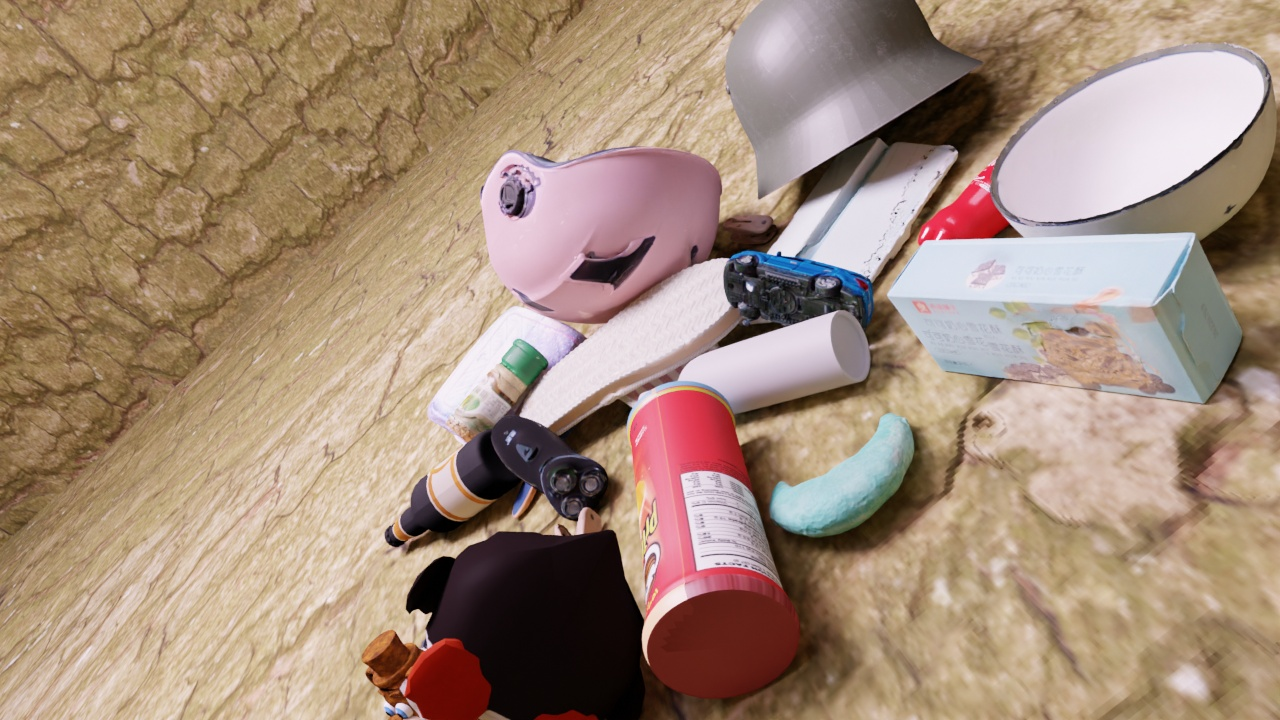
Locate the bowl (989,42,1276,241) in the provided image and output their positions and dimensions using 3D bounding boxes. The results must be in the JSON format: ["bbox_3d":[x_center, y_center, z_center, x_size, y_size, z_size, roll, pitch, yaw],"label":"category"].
[{"bbox_3d":[0.299,-0.113,0.552,0.154,0.073,0.153,-33,29,21],"label":"bowl"}]

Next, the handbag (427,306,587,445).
[{"bbox_3d":[-0.131,0.029,0.959,0.127,0.069,0.158,21,67,45],"label":"handbag"}]

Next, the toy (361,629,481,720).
[{"bbox_3d":[-0.149,0.238,0.627,0.087,0.112,0.067,-16,26,44],"label":"toy"}]

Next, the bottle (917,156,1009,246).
[{"bbox_3d":[0.261,-0.122,0.654,0.141,0.042,0.042,-43,26,1],"label":"bottle"}]

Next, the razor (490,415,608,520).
[{"bbox_3d":[-0.086,0.085,0.786,0.140,0.063,0.053,30,81,40],"label":"razor"}]

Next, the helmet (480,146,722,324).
[{"bbox_3d":[-0.038,-0.116,0.890,0.256,0.229,0.152,-12,77,46],"label":"helmet"}]

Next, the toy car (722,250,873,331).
[{"bbox_3d":[0.120,-0.051,0.696,0.120,0.056,0.043,17,45,30],"label":"toy car"}]

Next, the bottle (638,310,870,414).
[{"bbox_3d":[0.076,0.013,0.701,0.196,0.052,0.052,-19,36,41],"label":"bottle"}]

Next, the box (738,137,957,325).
[{"bbox_3d":[0.164,-0.109,0.773,0.197,0.044,0.136,-54,29,-13],"label":"box"}]

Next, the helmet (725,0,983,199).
[{"bbox_3d":[0.168,-0.275,0.848,0.227,0.154,0.267,-31,5,4],"label":"helmet"}]

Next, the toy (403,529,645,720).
[{"bbox_3d":[-0.070,0.159,0.604,0.140,0.159,0.184,-59,10,-7],"label":"toy"}]

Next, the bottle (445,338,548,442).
[{"bbox_3d":[-0.139,0.031,0.888,0.111,0.043,0.043,-50,27,-10],"label":"bottle"}]

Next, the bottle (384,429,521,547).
[{"bbox_3d":[-0.188,0.133,0.884,0.182,0.059,0.059,-36,26,31],"label":"bottle"}]

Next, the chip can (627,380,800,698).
[{"bbox_3d":[0.037,0.102,0.588,0.087,0.087,0.213,-36,27,15],"label":"chip can"}]

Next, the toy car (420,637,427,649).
[{"bbox_3d":[-0.141,0.232,0.709,0.049,0.030,0.107,-49,29,-7],"label":"toy car"}]

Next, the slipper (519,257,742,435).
[{"bbox_3d":[-0.005,0.005,0.822,0.264,0.052,0.114,-32,35,27],"label":"slipper"}]

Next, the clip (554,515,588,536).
[{"bbox_3d":[-0.051,0.149,0.717,0.061,0.026,0.049,2,61,46],"label":"clip"}]

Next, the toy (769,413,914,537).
[{"bbox_3d":[0.127,0.075,0.568,0.105,0.033,0.085,-35,14,12],"label":"toy"}]

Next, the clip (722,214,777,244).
[{"bbox_3d":[0.108,-0.125,0.900,0.061,0.050,0.025,26,64,18],"label":"clip"}]

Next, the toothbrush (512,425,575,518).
[{"bbox_3d":[-0.086,0.089,0.857,0.022,0.017,0.134,-16,37,52],"label":"toothbrush"}]

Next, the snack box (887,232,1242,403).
[{"bbox_3d":[0.231,-0.028,0.520,0.053,0.075,0.175,-52,28,-17],"label":"snack box"}]
